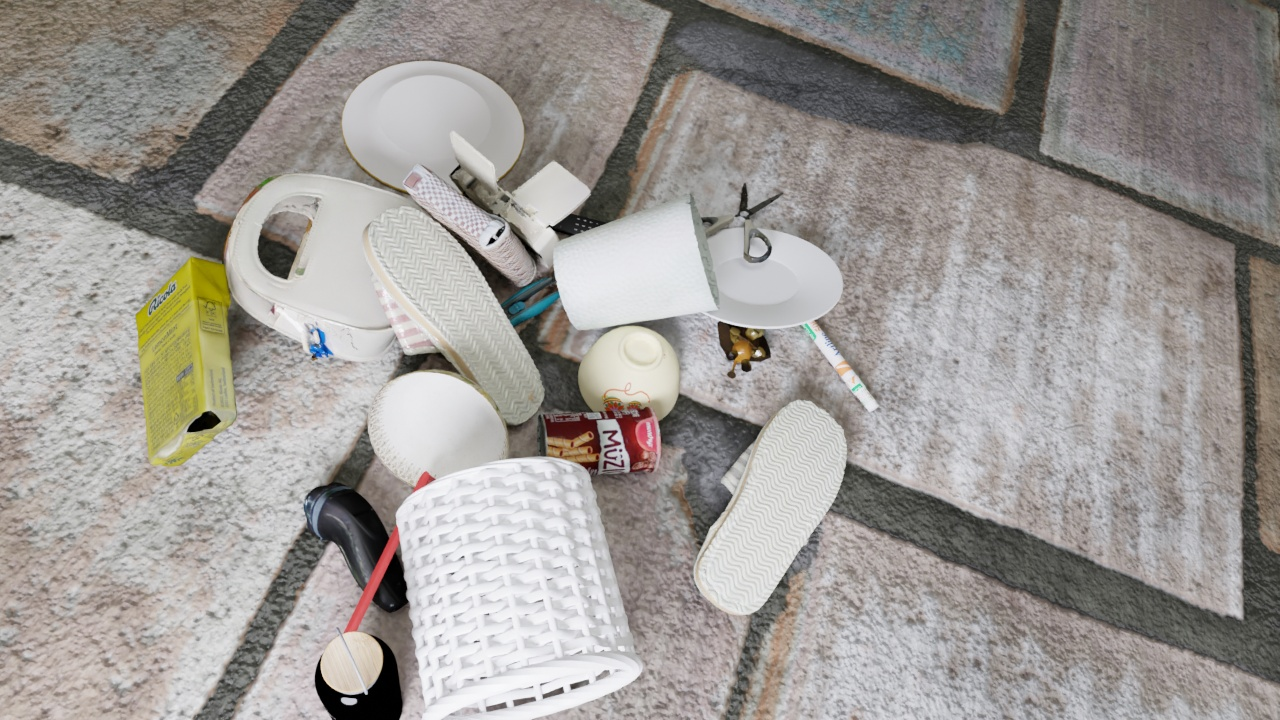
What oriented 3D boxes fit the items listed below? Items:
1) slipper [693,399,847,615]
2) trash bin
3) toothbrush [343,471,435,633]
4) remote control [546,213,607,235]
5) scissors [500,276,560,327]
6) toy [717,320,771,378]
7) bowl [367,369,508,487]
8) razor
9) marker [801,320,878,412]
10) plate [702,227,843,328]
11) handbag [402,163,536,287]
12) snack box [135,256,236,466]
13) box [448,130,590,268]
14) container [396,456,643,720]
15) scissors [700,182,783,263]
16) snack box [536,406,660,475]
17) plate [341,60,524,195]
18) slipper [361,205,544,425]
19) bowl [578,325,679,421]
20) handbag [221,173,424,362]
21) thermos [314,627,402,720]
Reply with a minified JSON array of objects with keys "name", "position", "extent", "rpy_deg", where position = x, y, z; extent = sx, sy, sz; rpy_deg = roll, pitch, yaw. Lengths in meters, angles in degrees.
[{"name":"slipper","position":[0.139,0.154,0.984],"extent":[0.114,0.054,0.271],"rpy_deg":[33,55,3]},{"name":"trash bin","position":[-0.005,-0.103,1.031],"extent":[0.161,0.133,0.133],"rpy_deg":[-13,61,11]},{"name":"toothbrush","position":[-0.235,0.191,0.855],"extent":[0.018,0.012,0.211],"rpy_deg":[41,43,-24]},{"name":"remote control","position":[-0.081,-0.168,1.142],"extent":[0.140,0.009,0.030],"rpy_deg":[14,59,-5]},{"name":"scissors","position":[-0.156,-0.057,1.058],"extent":[0.136,0.019,0.139],"rpy_deg":[3,62,-8]},{"name":"toy","position":[0.118,-0.017,1.068],"extent":[0.076,0.063,0.099],"rpy_deg":[37,39,-12]},{"name":"bowl","position":[-0.197,0.061,0.930],"extent":[0.145,0.145,0.063],"rpy_deg":[17,29,-3]},{"name":"razor","position":[-0.273,0.182,0.881],"extent":[0.140,0.064,0.053],"rpy_deg":[56,22,9]},{"name":"marker","position":[0.239,0.001,1.115],"extent":[0.017,0.017,0.145],"rpy_deg":[-25,69,-24]},{"name":"plate","position":[0.140,-0.099,1.119],"extent":[0.208,0.015,0.208],"rpy_deg":[1,41,-1]},{"name":"handbag","position":[-0.179,-0.145,1.009],"extent":[0.124,0.186,0.047],"rpy_deg":[35,85,8]},{"name":"snack box","position":[-0.445,0.004,0.903],"extent":[0.045,0.121,0.180],"rpy_deg":[14,51,-50]},{"name":"box","position":[-0.134,-0.201,1.032],"extent":[0.143,0.184,0.099],"rpy_deg":[40,86,5]},{"name":"container","position":[-0.112,0.209,0.818],"extent":[0.189,0.190,0.186],"rpy_deg":[-8,62,-17]},{"name":"scissors","position":[0.124,-0.176,1.177],"extent":[0.157,0.013,0.170],"rpy_deg":[-10,46,-10]},{"name":"snack box","position":[-0.045,0.087,0.970],"extent":[0.121,0.072,0.072],"rpy_deg":[-2,62,-14]},{"name":"plate","position":[-0.262,-0.304,1.171],"extent":[0.229,0.021,0.229],"rpy_deg":[5,60,-10]},{"name":"slipper","position":[-0.200,-0.039,0.967],"extent":[0.263,0.052,0.114],"rpy_deg":[55,44,-17]},{"name":"bowl","position":[-0.006,0.006,1.023],"extent":[0.118,0.074,0.117],"rpy_deg":[6,60,-10]},{"name":"handbag","position":[-0.339,-0.103,0.988],"extent":[0.199,0.093,0.200],"rpy_deg":[22,57,-21]},{"name":"thermos","position":[-0.225,0.261,0.737],"extent":[0.061,0.232,0.061],"rpy_deg":[6,60,-10]}]
